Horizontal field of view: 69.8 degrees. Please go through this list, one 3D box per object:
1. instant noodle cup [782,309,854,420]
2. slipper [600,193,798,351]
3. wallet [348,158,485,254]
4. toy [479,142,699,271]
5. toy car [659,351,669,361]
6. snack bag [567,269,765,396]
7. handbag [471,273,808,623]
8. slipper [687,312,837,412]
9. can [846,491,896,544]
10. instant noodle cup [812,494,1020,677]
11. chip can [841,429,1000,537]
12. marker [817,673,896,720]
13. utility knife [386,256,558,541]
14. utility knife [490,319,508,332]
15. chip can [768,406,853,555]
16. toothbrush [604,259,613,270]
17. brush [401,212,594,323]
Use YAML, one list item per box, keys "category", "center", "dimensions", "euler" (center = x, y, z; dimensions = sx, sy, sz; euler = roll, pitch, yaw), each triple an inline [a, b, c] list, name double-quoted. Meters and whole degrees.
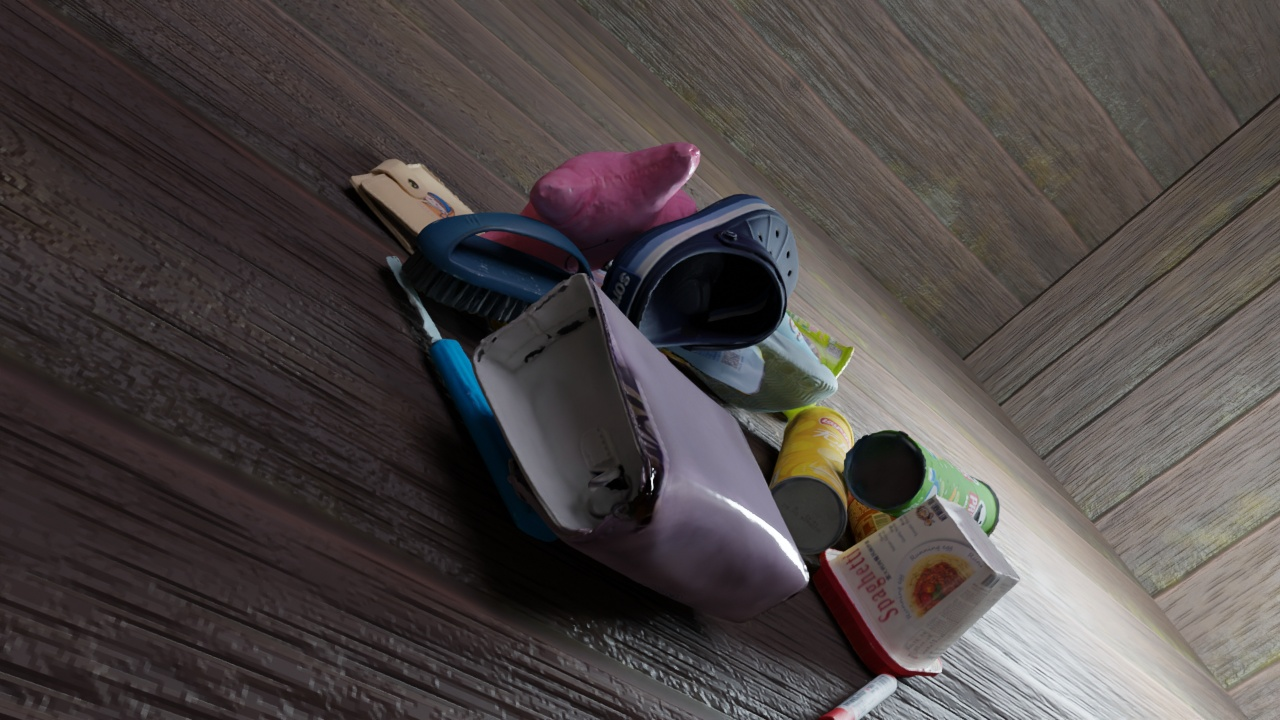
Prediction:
- category: "instant noodle cup"
  center: [0.159, -0.009, 1.041]
  dimensions: [0.123, 0.112, 0.111]
  euler: [39, 19, 3]
- category: "slipper"
  center: [0.068, -0.062, 0.709]
  dimensions: [0.095, 0.105, 0.252]
  euler: [34, 28, 24]
- category: "wallet"
  center: [-0.166, -0.117, 0.691]
  dimensions: [0.087, 0.024, 0.115]
  euler: [42, 20, -6]
- category: "toy"
  center: [-0.022, -0.114, 0.689]
  dimensions: [0.178, 0.195, 0.074]
  euler: [-12, 84, -33]
- category: "toy car"
  center: [-0.005, 0.004, 0.762]
  dimensions: [0.122, 0.037, 0.056]
  euler: [24, 27, -45]
- category: "snack bag"
  center: [0.013, -0.034, 0.768]
  dimensions: [0.191, 0.039, 0.110]
  euler: [27, 27, -9]
- category: "handbag"
  center: [0.005, 0.064, 0.522]
  dimensions: [0.197, 0.098, 0.145]
  euler: [41, 13, -51]
- category: "slipper"
  center: [0.093, -0.024, 0.893]
  dimensions: [0.245, 0.104, 0.074]
  euler: [37, 45, -32]
- category: "can"
  center: [0.238, 0.159, 0.921]
  dimensions: [0.058, 0.058, 0.147]
  euler: [40, 20, -16]
- category: "instant noodle cup"
  center: [0.228, 0.182, 0.749]
  dimensions: [0.116, 0.124, 0.116]
  euler: [25, 28, -47]
- category: "chip can"
  center: [0.264, 0.122, 0.844]
  dimensions: [0.235, 0.072, 0.072]
  euler: [26, 27, -51]
- category: "marker"
  center: [0.154, 0.240, 0.641]
  dimensions: [0.017, 0.017, 0.145]
  euler: [54, 20, 23]
- category: "utility knife"
  center: [-0.107, 0.012, 0.552]
  dimensions: [0.225, 0.018, 0.034]
  euler: [56, 15, 27]
- category: "utility knife"
  center: [-0.094, -0.023, 0.653]
  dimensions: [0.033, 0.015, 0.156]
  euler: [14, 32, -31]
- category: "chip can"
  center: [0.158, 0.103, 0.846]
  dimensions: [0.072, 0.072, 0.213]
  euler: [46, 19, 1]
- category: "toothbrush"
  center: [-0.060, -0.095, 0.886]
  dimensions: [0.017, 0.016, 0.187]
  euler: [59, 20, 9]
- category: "brush"
  center: [-0.085, -0.062, 0.619]
  dimensions: [0.143, 0.074, 0.055]
  euler: [18, 31, -43]
